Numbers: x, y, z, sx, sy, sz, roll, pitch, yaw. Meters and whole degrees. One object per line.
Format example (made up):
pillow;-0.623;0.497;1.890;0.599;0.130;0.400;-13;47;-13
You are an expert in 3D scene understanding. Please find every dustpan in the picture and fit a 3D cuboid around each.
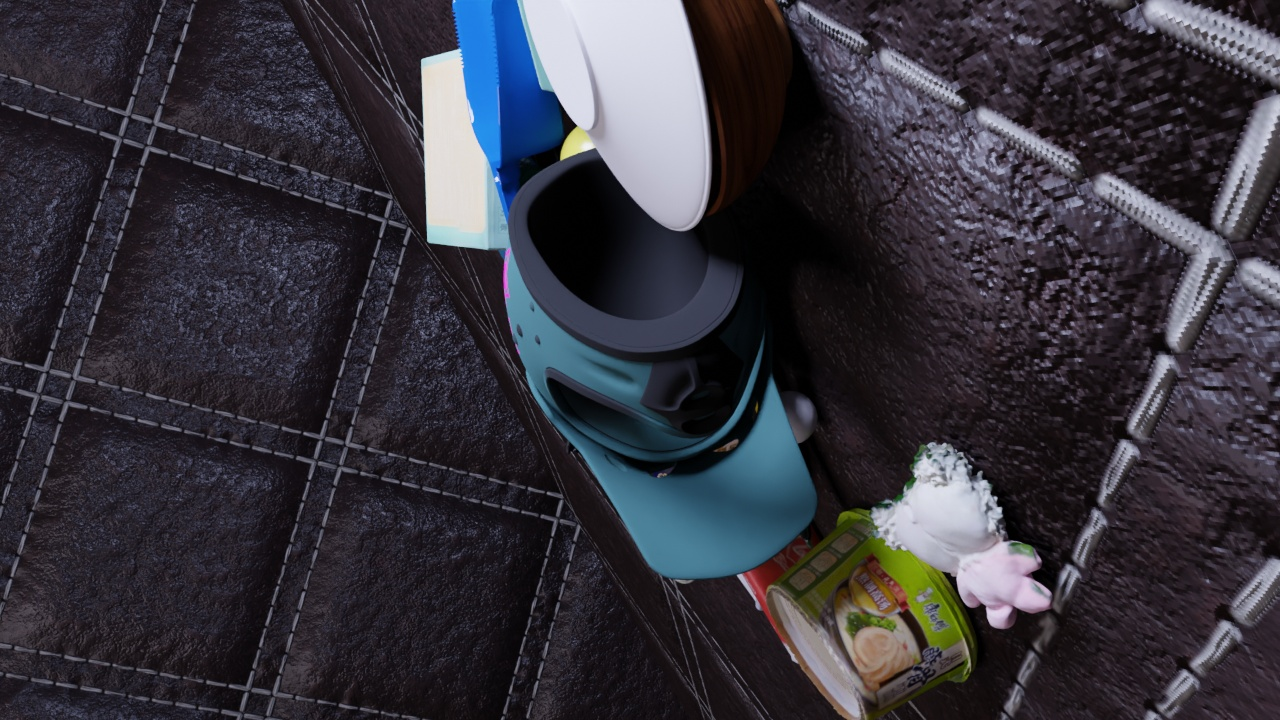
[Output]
dustpan;-0.105;-0.197;0.776;0.245;0.059;0.258;-130;23;-63

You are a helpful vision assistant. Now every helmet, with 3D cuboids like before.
helmet;0.011;-0.005;0.622;0.200;0.176;0.274;74;172;-45

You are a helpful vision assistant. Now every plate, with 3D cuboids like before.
plate;-0.031;-0.170;0.485;0.229;0.030;0.230;60;168;22

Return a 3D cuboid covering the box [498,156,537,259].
box;-0.127;-0.140;1.035;0.243;0.093;0.115;54;161;24

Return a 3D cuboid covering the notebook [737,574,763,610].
notebook;0.097;0.184;1.088;0.178;0.013;0.246;52;165;32

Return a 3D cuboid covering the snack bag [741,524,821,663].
snack bag;0.143;0.205;0.829;0.116;0.077;0.036;59;169;1

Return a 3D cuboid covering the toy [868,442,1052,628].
toy;0.191;0.106;0.536;0.109;0.041;0.096;50;149;22

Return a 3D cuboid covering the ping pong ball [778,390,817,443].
ping pong ball;0.111;0.043;0.683;0.040;0.040;0.040;54;166;21

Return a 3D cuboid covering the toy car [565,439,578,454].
toy car;-0.005;0.005;0.822;0.191;0.071;0.094;-63;-14;-60

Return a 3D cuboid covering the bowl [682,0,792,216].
bowl;0.036;-0.156;0.474;0.147;0.068;0.147;60;168;22

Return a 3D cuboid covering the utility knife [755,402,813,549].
utility knife;0.111;0.072;0.722;0.028;0.020;0.172;-41;-65;-70

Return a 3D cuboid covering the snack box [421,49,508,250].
snack box;-0.175;-0.212;0.930;0.142;0.044;0.194;14;108;52

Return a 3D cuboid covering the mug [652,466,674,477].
mug;0.038;0.080;0.910;0.089;0.086;0.112;60;-173;8

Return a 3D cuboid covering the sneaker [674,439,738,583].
sneaker;0.085;0.123;0.844;0.087;0.079;0.236;51;141;18

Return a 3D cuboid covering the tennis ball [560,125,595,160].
tennis ball;-0.030;-0.156;0.719;0.065;0.065;0.065;54;166;21

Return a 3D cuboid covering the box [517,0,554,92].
box;-0.033;-0.260;0.588;0.093;0.077;0.188;14;145;20

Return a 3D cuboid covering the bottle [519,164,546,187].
bottle;-0.075;-0.153;0.881;0.210;0.068;0.068;36;153;59

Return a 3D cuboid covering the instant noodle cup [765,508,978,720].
instant noodle cup;0.166;0.195;0.684;0.146;0.097;0.146;54;165;21
